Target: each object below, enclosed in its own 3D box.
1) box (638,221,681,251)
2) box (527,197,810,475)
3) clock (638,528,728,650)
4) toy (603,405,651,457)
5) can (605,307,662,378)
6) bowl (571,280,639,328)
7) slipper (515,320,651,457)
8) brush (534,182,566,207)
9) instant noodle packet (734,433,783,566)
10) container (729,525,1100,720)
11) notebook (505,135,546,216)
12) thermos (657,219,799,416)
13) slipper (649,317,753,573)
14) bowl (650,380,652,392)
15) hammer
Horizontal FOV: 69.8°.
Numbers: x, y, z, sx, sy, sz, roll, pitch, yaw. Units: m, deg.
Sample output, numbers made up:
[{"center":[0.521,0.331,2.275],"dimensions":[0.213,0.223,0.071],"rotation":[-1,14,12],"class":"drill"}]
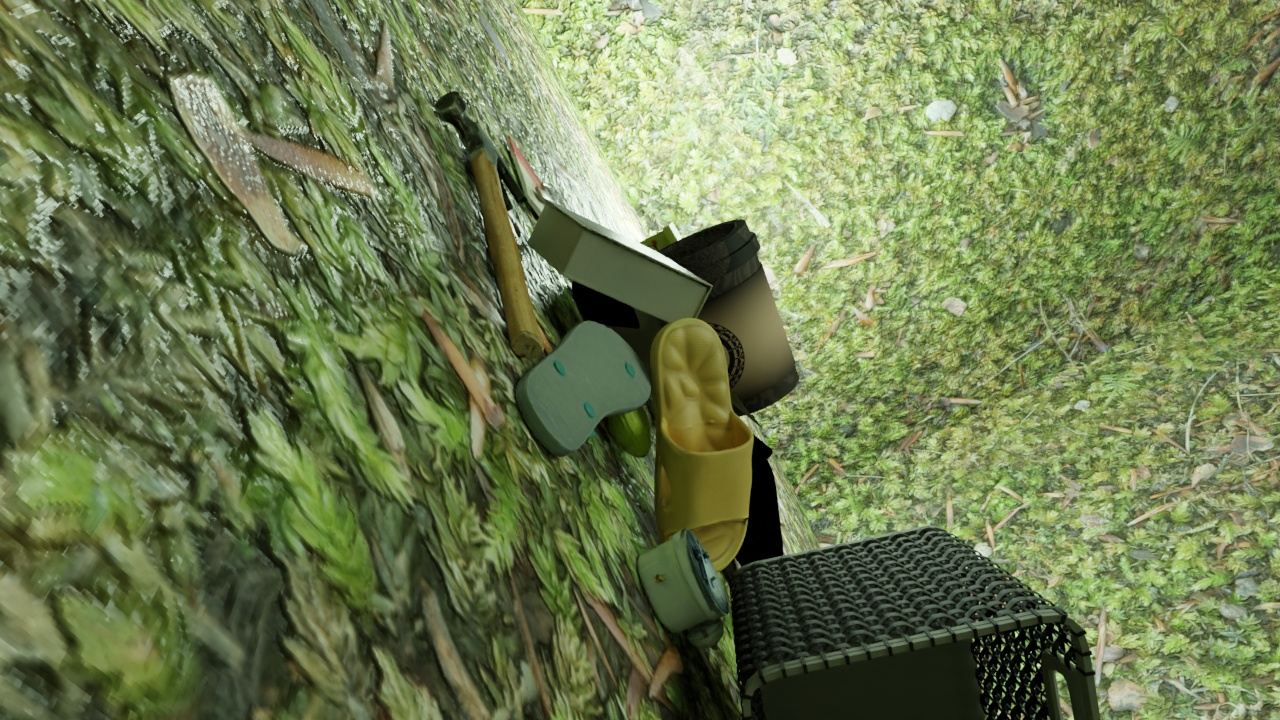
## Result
[{"center":[0.068,-0.094,1.363],"dimensions":[0.221,0.079,0.124],"rotation":[63,8,-6],"class":"box"},{"center":[0.055,-0.038,1.068],"dimensions":[0.418,0.108,0.166],"rotation":[37,4,-27],"class":"box"},{"center":[0.045,0.206,0.816],"dimensions":[0.117,0.057,0.083],"rotation":[58,8,-29],"class":"clock"},{"center":[-0.025,0.045,0.965],"dimensions":[0.118,0.043,0.092],"rotation":[60,5,-8],"class":"toy"},{"center":[0.006,-0.036,1.325],"dimensions":[0.128,0.073,0.127],"rotation":[60,8,-15],"class":"can"},{"center":[-0.053,-0.084,1.180],"dimensions":[0.124,0.052,0.124],"rotation":[60,8,-15],"class":"bowl"},{"center":[-0.060,0.023,0.827],"dimensions":[0.098,0.055,0.268],"rotation":[60,19,0],"class":"slipper"},{"center":[-0.123,-0.226,1.262],"dimensions":[0.050,0.015,0.135],"rotation":[60,7,-2],"class":"brush"},{"center":[0.136,0.206,1.252],"dimensions":[0.163,0.084,0.222],"rotation":[-140,-146,-69],"class":"instant noodle packet"},{"center":[0.212,0.297,0.773],"dimensions":[0.243,0.245,0.247],"rotation":[-89,167,-82],"class":"container"},{"center":[-0.122,-0.199,1.281],"dimensions":[0.209,0.012,0.153],"rotation":[54,11,-48],"class":"notebook"},{"center":[0.111,-0.052,1.228],"dimensions":[0.172,0.173,0.226],"rotation":[-90,155,-74],"class":"thermos"},{"center":[0.066,0.084,0.924],"dimensions":[0.079,0.099,0.263],"rotation":[-21,-106,63],"class":"slipper"},{"center":[0.053,0.028,1.440],"dimensions":[0.120,0.066,0.120],"rotation":[60,8,-15],"class":"bowl"},{"center":[-0.134,-0.124,0.879],"dimensions":[0.132,0.033,0.330],"rotation":[56,11,-46],"class":"hammer"}]
